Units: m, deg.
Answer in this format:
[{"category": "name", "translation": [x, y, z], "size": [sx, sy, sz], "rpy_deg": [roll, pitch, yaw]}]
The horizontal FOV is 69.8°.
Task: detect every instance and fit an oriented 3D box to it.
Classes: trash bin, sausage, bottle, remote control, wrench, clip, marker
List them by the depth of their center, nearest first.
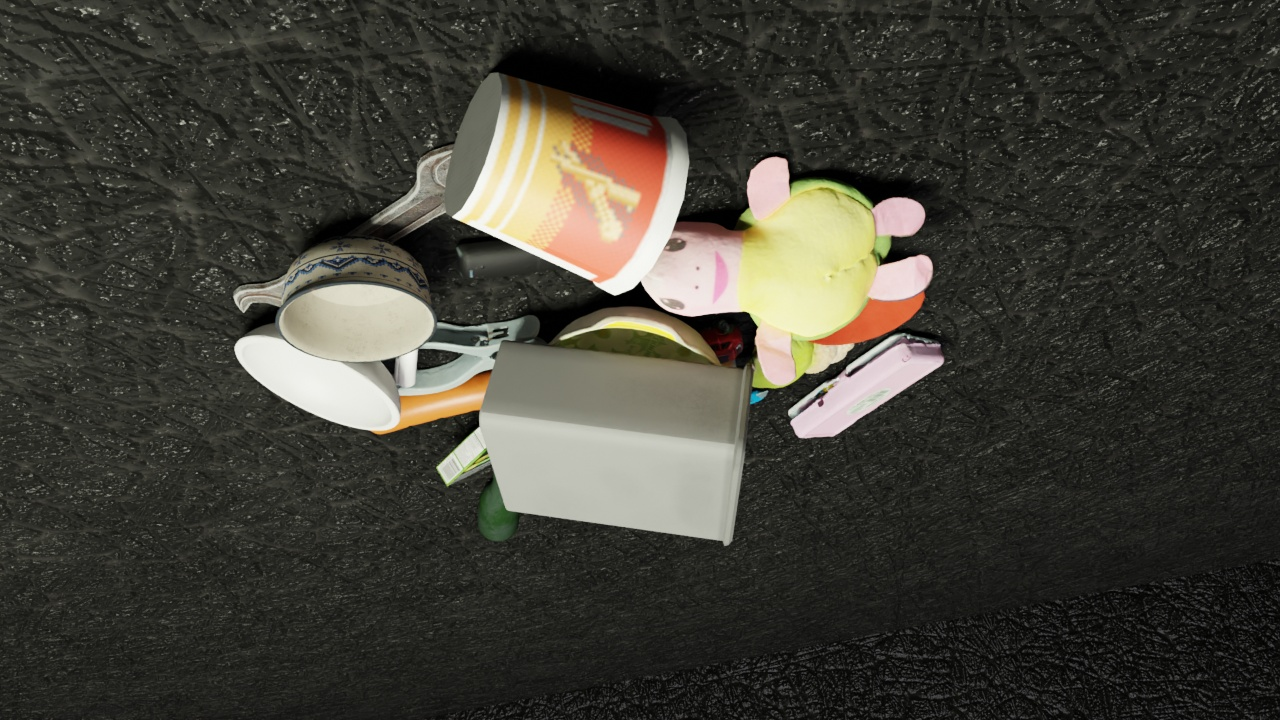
[{"category": "wrench", "translation": [-0.211, -0.092, 0.703], "size": [0.274, 0.010, 0.070], "rpy_deg": [-25, 149, 26]}, {"category": "remote control", "translation": [-0.073, -0.085, 0.751], "size": [0.151, 0.020, 0.041], "rpy_deg": [-7, 153, -11]}, {"category": "marker", "translation": [-0.198, -0.029, 0.780], "size": [0.020, 0.017, 0.134], "rpy_deg": [-20, 143, -35]}, {"category": "clip", "translation": [-0.176, -0.020, 0.831], "size": [0.172, 0.029, 0.143], "rpy_deg": [-16, 153, 9]}, {"category": "trash bin", "translation": [-0.017, 0.077, 0.837], "size": [0.220, 0.097, 0.192], "rpy_deg": [7, 145, 6]}, {"category": "sausage", "translation": [-0.202, 0.040, 0.920], "size": [0.164, 0.039, 0.044], "rpy_deg": [-14, 157, 7]}, {"category": "bottle", "translation": [-0.178, 0.175, 1.164], "size": [0.055, 0.055, 0.175], "rpy_deg": [-3, 150, -13]}]

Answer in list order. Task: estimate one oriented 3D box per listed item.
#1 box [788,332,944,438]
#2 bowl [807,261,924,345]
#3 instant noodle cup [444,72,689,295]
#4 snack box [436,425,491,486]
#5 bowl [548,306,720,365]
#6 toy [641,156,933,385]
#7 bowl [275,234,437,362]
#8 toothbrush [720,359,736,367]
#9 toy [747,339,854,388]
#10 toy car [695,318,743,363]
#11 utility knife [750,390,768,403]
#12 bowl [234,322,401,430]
[{"category": "box", "translation": [0.257, 0.030, 1.059], "size": [0.086, 0.044, 0.203], "rpy_deg": [2, 150, -33]}, {"category": "bowl", "translation": [0.204, -0.059, 0.873], "size": [0.122, 0.035, 0.122], "rpy_deg": [-8, 152, -4]}, {"category": "instant noodle cup", "translation": [-0.053, -0.120, 0.599], "size": [0.121, 0.123, 0.124], "rpy_deg": [16, 143, -27]}, {"category": "snack box", "translation": [-0.154, 0.083, 0.992], "size": [0.080, 0.025, 0.148], "rpy_deg": [-25, 169, -45]}, {"category": "bowl", "translation": [-0.005, 0.005, 0.868], "size": [0.188, 0.060, 0.220], "rpy_deg": [8, 146, 1]}, {"category": "toy", "translation": [0.119, -0.078, 0.748], "size": [0.238, 0.087, 0.190], "rpy_deg": [-9, 117, -1]}, {"category": "bowl", "translation": [-0.216, -0.051, 0.700], "size": [0.115, 0.059, 0.116], "rpy_deg": [-8, 152, -4]}, {"category": "toothbrush", "translation": [0.009, 0.009, 0.960], "size": [0.184, 0.015, 0.015], "rpy_deg": [-6, 158, -5]}, {"category": "toy", "translation": [0.164, -0.005, 0.953], "size": [0.115, 0.046, 0.092], "rpy_deg": [-12, 154, -11]}, {"category": "toy car", "translation": [0.056, -0.013, 0.914], "size": [0.091, 0.036, 0.042], "rpy_deg": [-7, 153, 6]}, {"category": "utility knife", "translation": [0.076, 0.061, 1.078], "size": [0.158, 0.015, 0.031], "rpy_deg": [-20, 155, 16]}, {"category": "bowl", "translation": [-0.273, 0.006, 0.803], "size": [0.149, 0.043, 0.150], "rpy_deg": [15, 152, 8]}]
